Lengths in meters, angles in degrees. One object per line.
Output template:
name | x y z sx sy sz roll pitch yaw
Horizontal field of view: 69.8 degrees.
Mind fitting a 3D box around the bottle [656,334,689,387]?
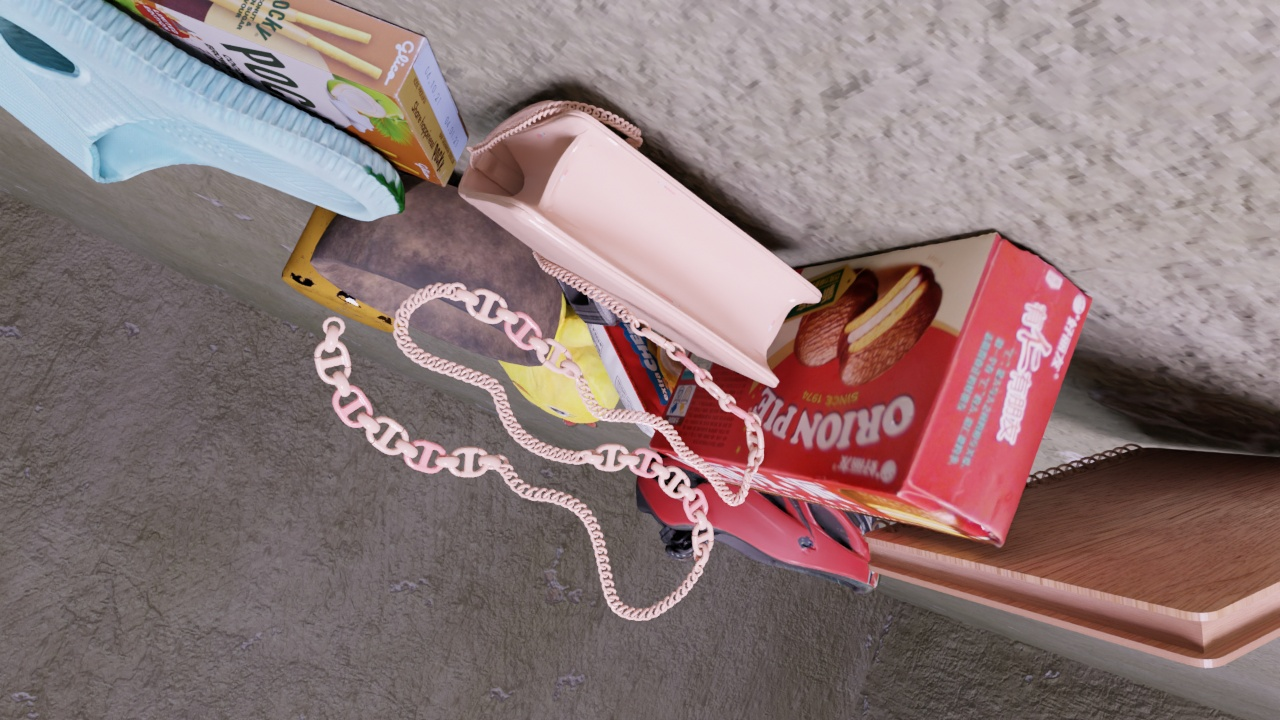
bottle | 0.054 0.006 0.650 0.063 0.063 0.109 18 169 26

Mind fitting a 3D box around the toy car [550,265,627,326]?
toy car | -0.039 -0.059 0.522 0.040 0.037 0.092 10 131 57

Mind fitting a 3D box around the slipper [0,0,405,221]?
slipper | -0.254 -0.126 0.461 0.276 0.069 0.116 26 166 -17

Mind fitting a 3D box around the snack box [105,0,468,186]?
snack box | -0.185 -0.153 0.456 0.186 0.031 0.101 22 170 5

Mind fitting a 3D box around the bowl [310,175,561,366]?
bowl | -0.124 -0.060 0.598 0.162 0.070 0.162 21 169 4

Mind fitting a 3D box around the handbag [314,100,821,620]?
handbag | -0.040 -0.011 0.424 0.198 0.187 0.117 33 173 -28

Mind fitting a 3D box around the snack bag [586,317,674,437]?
snack bag | -0.004 0.004 0.658 0.130 0.039 0.144 64 -173 18

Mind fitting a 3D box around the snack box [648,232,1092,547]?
snack box | 0.094 0.013 0.460 0.060 0.113 0.237 28 169 -20

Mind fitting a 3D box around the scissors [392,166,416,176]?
scissors | -0.091 -0.095 0.597 0.159 0.014 0.121 27 170 -36

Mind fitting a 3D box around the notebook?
notebook | 0.227 0.072 0.405 0.210 0.022 0.169 -10 -175 -27

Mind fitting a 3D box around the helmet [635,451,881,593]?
helmet | 0.129 0.157 0.962 0.272 0.166 0.217 22 170 5

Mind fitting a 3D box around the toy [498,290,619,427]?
toy | -0.075 -0.018 0.756 0.134 0.092 0.208 30 164 29

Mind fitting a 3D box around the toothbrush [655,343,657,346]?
toothbrush | -0.040 -0.025 0.840 0.167 0.012 0.013 16 159 35

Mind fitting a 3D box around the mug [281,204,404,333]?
mug | -0.200 -0.075 0.704 0.101 0.094 0.123 13 166 44
